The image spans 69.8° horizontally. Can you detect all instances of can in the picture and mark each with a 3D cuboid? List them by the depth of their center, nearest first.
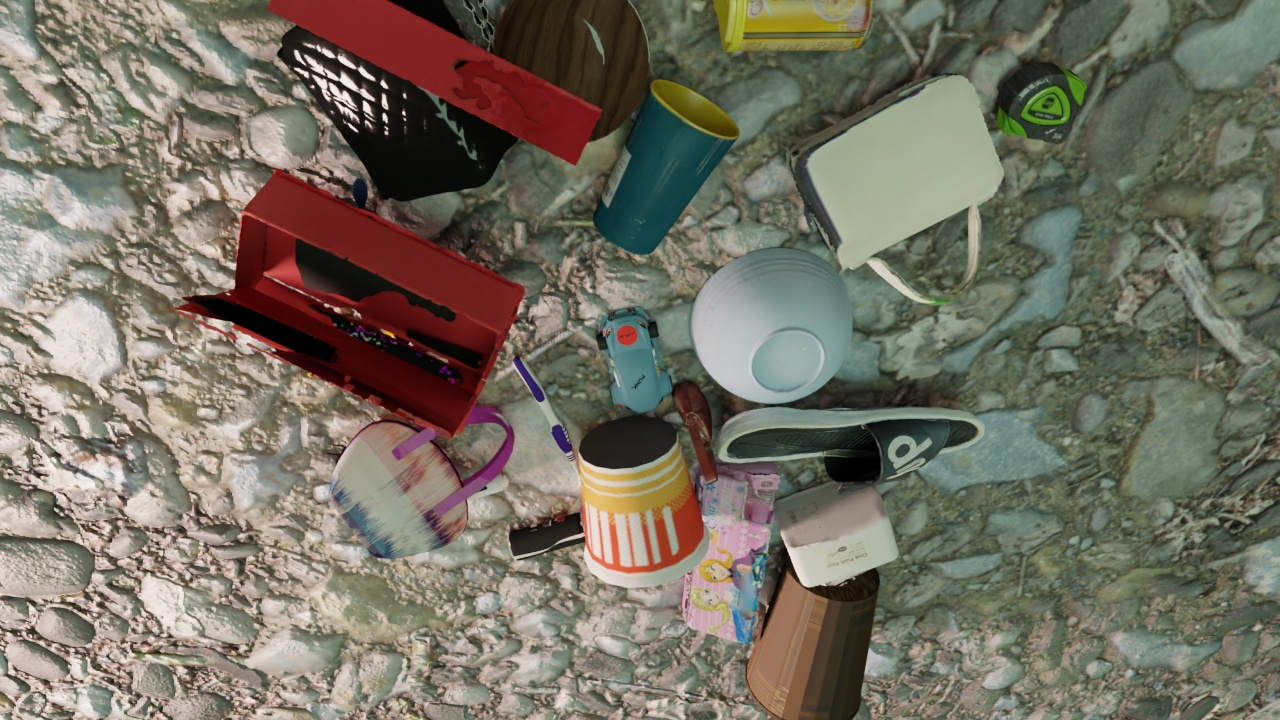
[{"bbox_3d":[0.110,-0.259,0.664,0.105,0.067,0.068,-3,123,-6],"label":"can"},{"bbox_3d":[-0.094,0.182,0.949,0.080,0.031,0.031,-17,123,4],"label":"can"}]

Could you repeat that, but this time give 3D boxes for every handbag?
[{"bbox_3d":[-0.171,-0.206,0.671,0.125,0.114,0.154,-12,130,29],"label":"handbag"},{"bbox_3d":[0.217,-0.126,0.750,0.151,0.074,0.176,-28,103,9],"label":"handbag"},{"bbox_3d":[0.055,0.072,0.842,0.029,0.119,0.055,-25,122,9],"label":"handbag"},{"bbox_3d":[-0.197,0.103,0.868,0.170,0.068,0.144,-32,104,4],"label":"handbag"}]

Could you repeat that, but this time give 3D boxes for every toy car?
[{"bbox_3d":[-0.005,0.005,0.846,0.060,0.027,0.108,-13,124,2],"label":"toy car"}]

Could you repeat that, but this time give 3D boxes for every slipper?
[{"bbox_3d":[0.203,0.089,0.881,0.263,0.063,0.111,4,151,-13],"label":"slipper"}]

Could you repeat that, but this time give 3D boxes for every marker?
[{"bbox_3d":[-0.194,0.141,0.918,0.133,0.017,0.020,-18,96,5],"label":"marker"}]

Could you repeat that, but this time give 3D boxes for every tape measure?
[{"bbox_3d":[0.322,-0.211,0.742,0.065,0.035,0.059,7,131,-15],"label":"tape measure"}]

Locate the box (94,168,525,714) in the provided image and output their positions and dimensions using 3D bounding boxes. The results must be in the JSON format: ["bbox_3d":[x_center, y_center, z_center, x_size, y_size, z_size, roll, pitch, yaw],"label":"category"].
[{"bbox_3d":[-0.272,0.071,0.760,0.213,0.127,0.426,26,107,-8],"label":"box"}]

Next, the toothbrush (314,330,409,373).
[{"bbox_3d":[-0.208,-0.024,0.803,0.197,0.031,0.031,-23,91,12],"label":"toothbrush"}]

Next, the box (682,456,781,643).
[{"bbox_3d":[0.095,0.207,0.970,0.084,0.063,0.231,-1,123,-7],"label":"box"}]

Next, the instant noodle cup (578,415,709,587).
[{"bbox_3d":[-0.003,0.129,0.879,0.123,0.123,0.121,-10,116,-1],"label":"instant noodle cup"}]

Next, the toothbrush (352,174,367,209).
[{"bbox_3d":[-0.227,-0.091,0.766,0.021,0.017,0.135,1,125,-4],"label":"toothbrush"}]

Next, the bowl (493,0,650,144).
[{"bbox_3d":[-0.054,-0.222,0.677,0.119,0.032,0.119,-7,110,-21],"label":"bowl"}]

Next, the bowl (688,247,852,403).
[{"bbox_3d":[0.124,-0.018,0.820,0.150,0.074,0.151,-4,123,-6],"label":"bowl"}]

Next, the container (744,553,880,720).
[{"bbox_3d":[0.194,0.296,1.008,0.132,0.132,0.167,3,117,-9],"label":"container"}]

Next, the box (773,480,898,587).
[{"bbox_3d":[0.205,0.190,0.948,0.108,0.102,0.102,-18,113,5],"label":"box"}]

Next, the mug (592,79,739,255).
[{"bbox_3d":[0.014,-0.148,0.724,0.078,0.078,0.122,21,123,-20],"label":"mug"}]

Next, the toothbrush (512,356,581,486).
[{"bbox_3d":[-0.079,0.068,0.887,0.016,0.015,0.187,-23,122,2],"label":"toothbrush"}]
